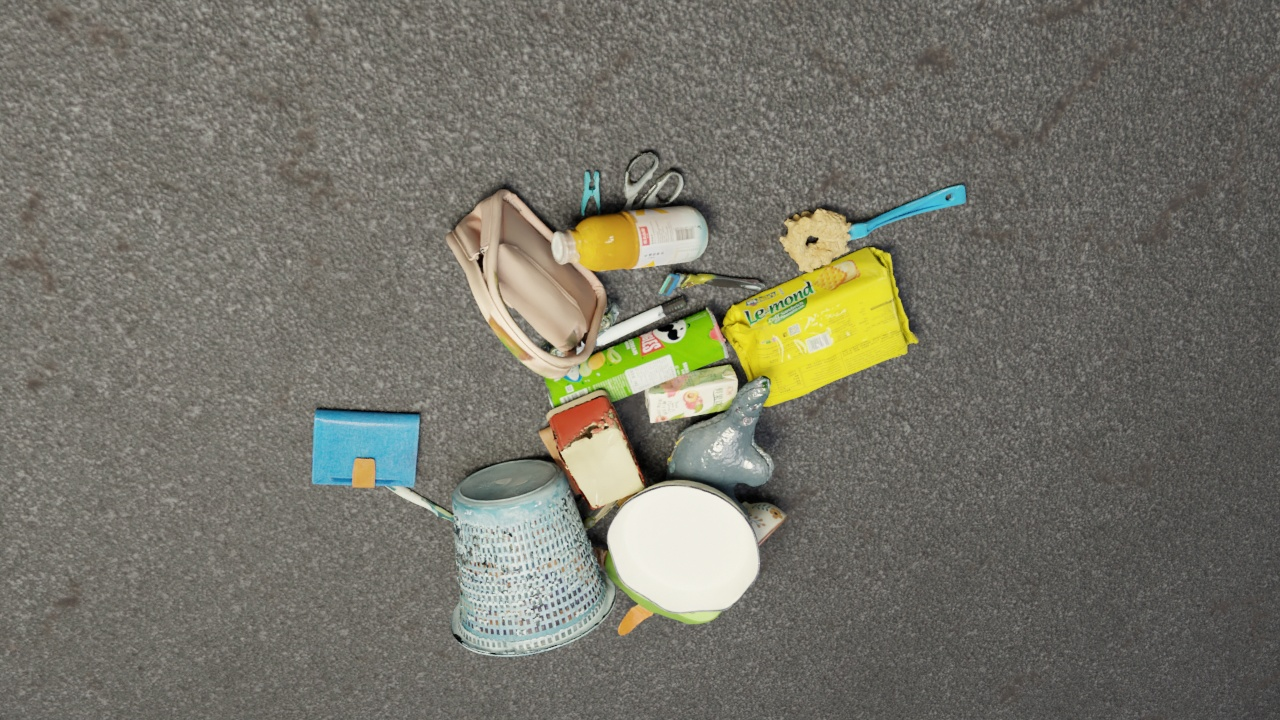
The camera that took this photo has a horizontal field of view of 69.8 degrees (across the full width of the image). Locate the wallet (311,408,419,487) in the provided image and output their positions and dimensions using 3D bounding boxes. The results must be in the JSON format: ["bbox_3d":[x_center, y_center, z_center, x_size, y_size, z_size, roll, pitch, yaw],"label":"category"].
[{"bbox_3d":[-0.356,0.115,1.188,0.133,0.040,0.106,4,113,-14],"label":"wallet"}]

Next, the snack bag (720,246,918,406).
[{"bbox_3d":[0.239,-0.037,1.219,0.246,0.068,0.158,-23,121,2],"label":"snack bag"}]

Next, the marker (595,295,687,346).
[{"bbox_3d":[-0.001,-0.050,1.185,0.131,0.018,0.022,-24,151,3],"label":"marker"}]

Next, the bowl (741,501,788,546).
[{"bbox_3d":[0.157,0.249,1.354,0.062,0.113,0.114,44,106,15],"label":"bowl"}]

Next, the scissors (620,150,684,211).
[{"bbox_3d":[-0.014,-0.171,1.117,0.145,0.014,0.173,-2,120,-10],"label":"scissors"}]

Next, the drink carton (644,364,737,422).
[{"bbox_3d":[0.068,0.044,1.238,0.122,0.045,0.054,-10,127,-6],"label":"drink carton"}]

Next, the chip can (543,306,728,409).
[{"bbox_3d":[-0.007,0.007,1.184,0.236,0.072,0.072,-22,121,1],"label":"chip can"}]

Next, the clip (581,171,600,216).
[{"bbox_3d":[-0.059,-0.198,1.091,0.041,0.014,0.056,-4,119,-11],"label":"clip"}]

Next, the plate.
[{"bbox_3d":[0.060,0.246,1.230,0.205,0.045,0.205,5,115,10],"label":"plate"}]

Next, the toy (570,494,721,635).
[{"bbox_3d":[0.029,0.304,1.342,0.246,0.090,0.227,35,97,-13],"label":"toy"}]

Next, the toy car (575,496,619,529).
[{"bbox_3d":[-0.059,0.201,1.300,0.090,0.042,0.035,-47,139,8],"label":"toy car"}]

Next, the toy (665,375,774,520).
[{"bbox_3d":[0.101,0.161,1.250,0.091,0.138,0.357,-23,133,-47],"label":"toy"}]

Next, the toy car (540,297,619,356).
[{"bbox_3d":[-0.076,-0.033,1.157,0.121,0.054,0.037,-38,117,8],"label":"toy car"}]

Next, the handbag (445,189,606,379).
[{"bbox_3d":[-0.123,-0.068,1.020,0.093,0.233,0.193,-39,119,16],"label":"handbag"}]

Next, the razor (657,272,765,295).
[{"bbox_3d":[0.094,-0.101,1.176,0.142,0.022,0.043,1,152,-18],"label":"razor"}]

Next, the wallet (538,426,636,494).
[{"bbox_3d":[-0.070,0.121,1.261,0.101,0.020,0.115,-25,117,2],"label":"wallet"}]

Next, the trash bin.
[{"bbox_3d":[-0.157,0.246,1.218,0.226,0.226,0.195,-10,106,-7],"label":"trash bin"}]

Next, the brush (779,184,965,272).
[{"bbox_3d":[0.298,-0.178,1.173,0.254,0.046,0.083,-18,117,-7],"label":"brush"}]

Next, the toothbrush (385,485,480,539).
[{"bbox_3d":[-0.285,0.209,1.269,0.018,0.016,0.191,-40,121,23],"label":"toothbrush"}]

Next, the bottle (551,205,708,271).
[{"bbox_3d":[-0.012,-0.141,1.075,0.189,0.068,0.068,-10,122,-28],"label":"bottle"}]

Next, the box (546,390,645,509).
[{"bbox_3d":[-0.050,0.124,1.180,0.091,0.079,0.168,-22,142,-1],"label":"box"}]
